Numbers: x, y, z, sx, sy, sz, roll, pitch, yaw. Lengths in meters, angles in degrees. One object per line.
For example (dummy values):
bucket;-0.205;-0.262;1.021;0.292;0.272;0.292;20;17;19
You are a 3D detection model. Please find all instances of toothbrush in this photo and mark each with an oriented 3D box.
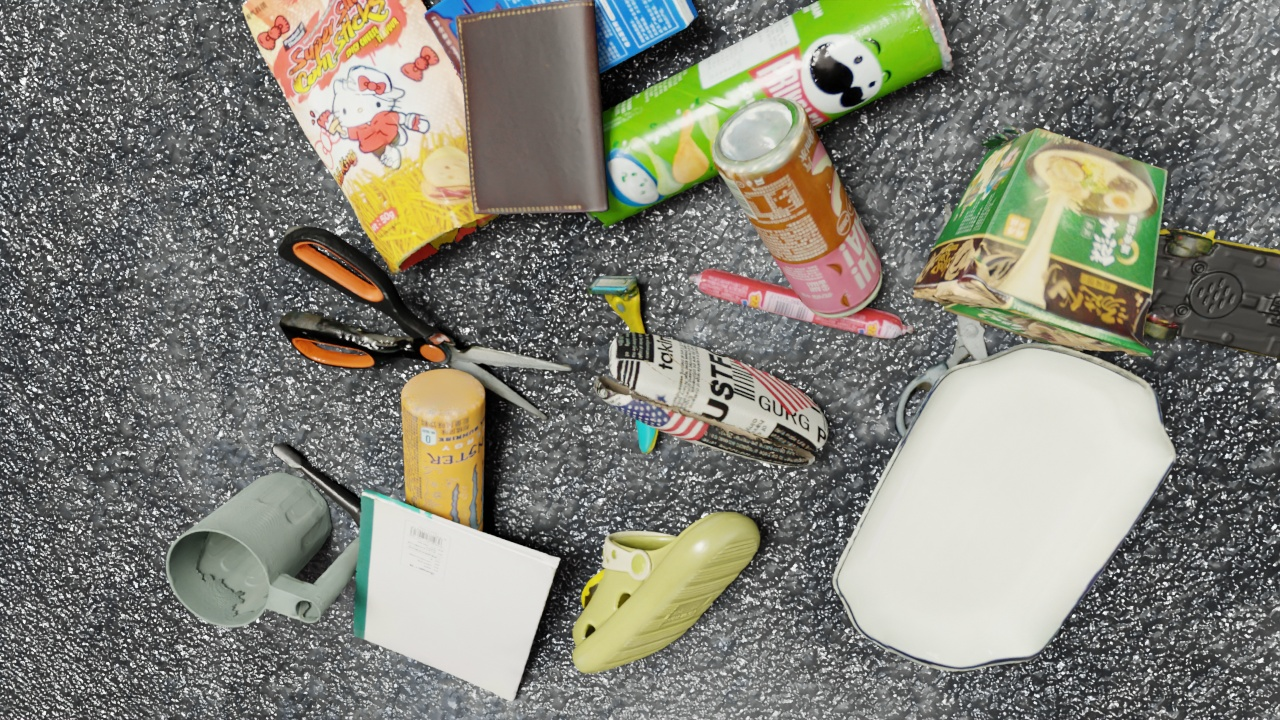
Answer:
toothbrush;-0.212;0.135;0.744;0.212;0.027;0.026;38;67;-2

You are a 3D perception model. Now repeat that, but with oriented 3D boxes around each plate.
plate;0.239;0.103;0.631;0.162;0.034;0.266;19;118;3

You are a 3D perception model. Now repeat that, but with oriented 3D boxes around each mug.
mug;-0.285;0.152;0.721;0.124;0.103;0.084;19;111;3

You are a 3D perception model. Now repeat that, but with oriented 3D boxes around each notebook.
notebook;-0.152;0.189;0.716;0.150;0.012;0.210;21;133;2

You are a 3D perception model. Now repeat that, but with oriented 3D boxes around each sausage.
sausage;0.109;-0.038;0.627;0.156;0.020;0.020;15;111;5

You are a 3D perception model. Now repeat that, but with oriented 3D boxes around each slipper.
slipper;0.011;0.161;0.690;0.191;0.091;0.081;-50;54;30

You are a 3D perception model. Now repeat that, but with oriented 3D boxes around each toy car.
toy car;0.367;-0.041;0.565;0.156;0.041;0.071;11;110;5

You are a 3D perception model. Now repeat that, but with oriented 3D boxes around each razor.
razor;-0.004;0.004;0.658;0.043;0.028;0.132;4;112;45

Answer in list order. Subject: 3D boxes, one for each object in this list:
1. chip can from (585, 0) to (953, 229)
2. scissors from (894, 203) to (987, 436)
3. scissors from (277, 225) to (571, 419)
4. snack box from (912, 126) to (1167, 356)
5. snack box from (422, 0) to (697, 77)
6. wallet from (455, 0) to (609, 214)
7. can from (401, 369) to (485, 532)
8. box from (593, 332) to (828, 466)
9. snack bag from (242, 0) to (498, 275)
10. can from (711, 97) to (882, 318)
chip can;0.064;-0.160;0.566;0.236;0.072;0.072;-22;103;18
scissors;0.222;-0.013;0.618;0.159;0.014;0.172;43;109;-5
scissors;-0.169;-0.018;0.664;0.224;0.021;0.221;-12;134;34
snack box;0.241;-0.070;0.543;0.117;0.118;0.105;19;94;0
snack box;-0.052;-0.213;0.564;0.157;0.026;0.084;-17;117;32
wallet;-0.067;-0.151;0.557;0.096;0.020;0.122;3;104;25
can;-0.145;0.079;0.678;0.058;0.058;0.146;12;125;6
box;0.045;0.042;0.625;0.163;0.074;0.079;20;118;-16
snack bag;-0.175;-0.172;0.618;0.129;0.073;0.208;-26;95;18
can;0.098;-0.088;0.554;0.058;0.057;0.147;-25;137;17
